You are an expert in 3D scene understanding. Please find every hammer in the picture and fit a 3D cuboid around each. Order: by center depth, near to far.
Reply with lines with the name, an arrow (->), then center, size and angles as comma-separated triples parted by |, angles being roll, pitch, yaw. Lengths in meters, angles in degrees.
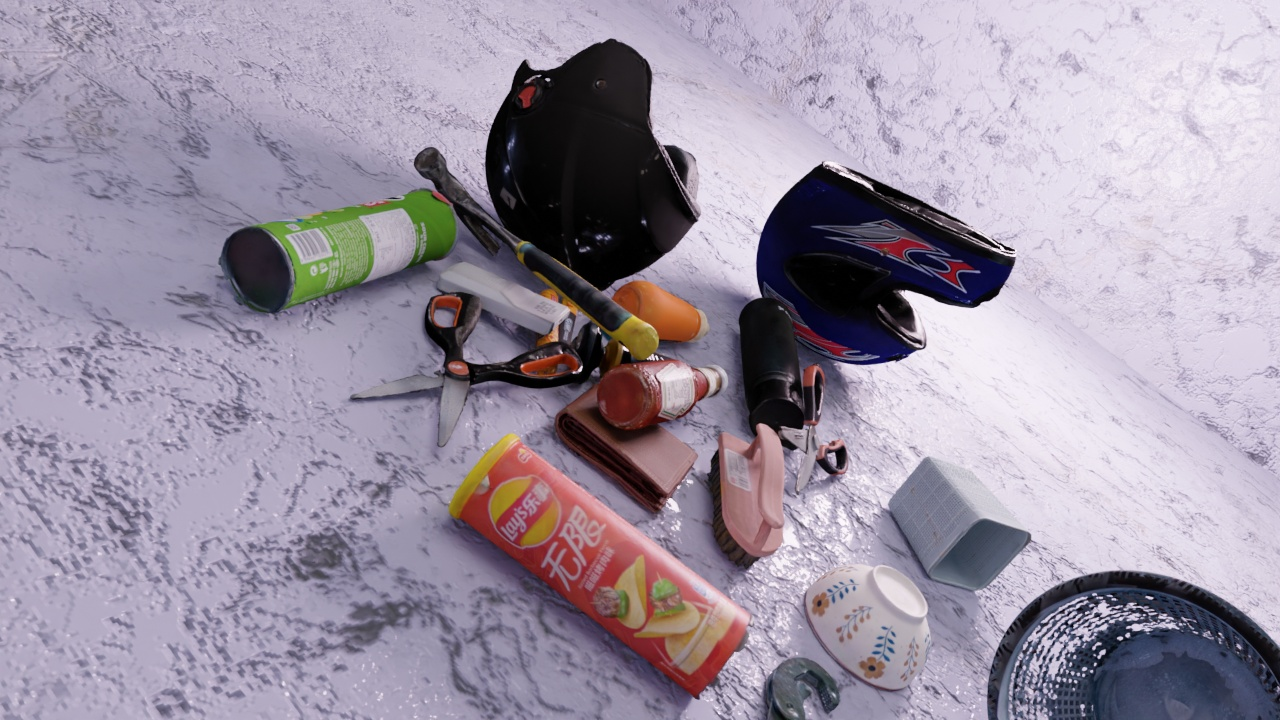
hammer -> -0.097, -0.095, 0.876 | 0.323, 0.032, 0.126 | 39, -9, 34

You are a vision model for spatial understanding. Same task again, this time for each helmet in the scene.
helmet -> -0.061, -0.212, 1.025 | 0.275, 0.230, 0.233 | 38, -5, 26
helmet -> 0.308, -0.110, 1.243 | 0.315, 0.241, 0.246 | 30, 23, 18

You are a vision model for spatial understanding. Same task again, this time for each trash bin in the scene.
trash bin -> 0.436, 0.301, 0.766 | 0.195, 0.227, 0.226 | 24, 25, -47

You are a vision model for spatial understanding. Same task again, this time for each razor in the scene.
razor -> -0.005, 0.005, 0.925 | 0.167, 0.062, 0.068 | 15, 0, -43

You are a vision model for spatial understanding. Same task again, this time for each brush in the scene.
brush -> 0.099, 0.119, 0.818 | 0.063, 0.073, 0.145 | 29, 28, -13

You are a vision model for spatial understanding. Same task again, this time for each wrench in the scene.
wrench -> 0.088, 0.278, 0.599 | 0.056, 0.016, 0.272 | 36, 25, 6

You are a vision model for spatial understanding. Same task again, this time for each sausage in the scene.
sausage -> -0.092, -0.029, 0.908 | 0.021, 0.021, 0.165 | 24, 28, -19

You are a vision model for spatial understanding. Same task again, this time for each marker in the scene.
marker -> -0.076, -0.042, 0.956 | 0.018, 0.015, 0.123 | 23, 30, -12

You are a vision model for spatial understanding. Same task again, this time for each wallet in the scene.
wallet -> -0.012, 0.073, 0.820 | 0.124, 0.032, 0.101 | 37, 23, 6

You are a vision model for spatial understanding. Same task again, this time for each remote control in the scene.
remote control -> -0.133, -0.062, 0.891 | 0.125, 0.024, 0.048 | 24, 27, 6

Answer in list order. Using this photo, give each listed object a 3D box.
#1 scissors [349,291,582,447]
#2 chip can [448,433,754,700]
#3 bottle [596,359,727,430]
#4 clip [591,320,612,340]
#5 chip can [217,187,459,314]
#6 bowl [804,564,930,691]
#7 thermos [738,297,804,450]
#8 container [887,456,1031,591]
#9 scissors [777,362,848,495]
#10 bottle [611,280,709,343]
scissors -> -0.141, 0.001, 0.780 | 0.228, 0.022, 0.220 | 5, 33, -28
chip can -> -0.027, 0.141, 0.638 | 0.216, 0.073, 0.073 | 36, 26, 3
bottle -> 0.030, 0.026, 0.862 | 0.060, 0.060, 0.205 | 43, 20, 18
clip -> -0.040, -0.034, 0.987 | 0.038, 0.013, 0.055 | 18, 32, -30
chip can -> -0.248, -0.100, 0.794 | 0.072, 0.072, 0.235 | 37, 26, 7
bowl -> 0.204, 0.216, 0.785 | 0.113, 0.062, 0.113 | 26, 26, -14
thermos -> 0.157, 0.016, 1.082 | 0.090, 0.068, 0.242 | 59, 18, -25
container -> 0.336, 0.170, 0.984 | 0.090, 0.090, 0.111 | 20, 27, -28
scissors -> 0.182, 0.079, 0.957 | 0.189, 0.015, 0.225 | 57, 32, -37
bottle -> 0.030, -0.048, 1.041 | 0.149, 0.067, 0.066 | 12, 33, -50
